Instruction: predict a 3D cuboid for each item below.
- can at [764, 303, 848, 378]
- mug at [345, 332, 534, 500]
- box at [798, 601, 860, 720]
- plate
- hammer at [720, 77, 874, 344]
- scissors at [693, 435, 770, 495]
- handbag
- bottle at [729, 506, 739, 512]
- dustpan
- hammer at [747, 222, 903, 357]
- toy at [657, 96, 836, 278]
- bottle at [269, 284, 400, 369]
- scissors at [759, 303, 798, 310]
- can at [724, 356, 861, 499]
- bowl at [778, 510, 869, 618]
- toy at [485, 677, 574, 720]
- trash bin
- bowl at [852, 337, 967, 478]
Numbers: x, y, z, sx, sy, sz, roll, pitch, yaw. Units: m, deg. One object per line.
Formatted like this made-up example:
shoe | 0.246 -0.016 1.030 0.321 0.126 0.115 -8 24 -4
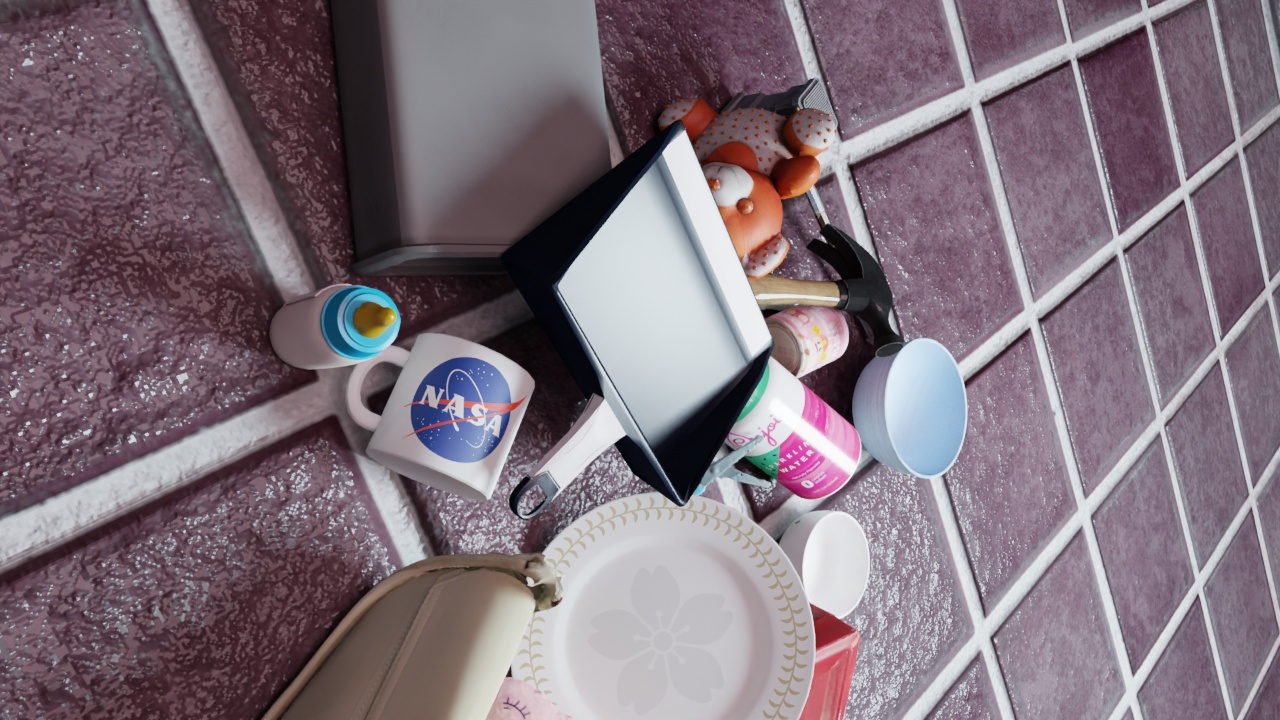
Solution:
can | 0.158 -0.021 0.907 0.076 0.067 0.067 -23 101 -37
mug | -0.147 0.034 0.647 0.121 0.091 0.090 25 71 -15
box | 0.125 0.309 0.824 0.129 0.087 0.158 -8 110 -40
plate | 0.018 0.227 0.734 0.242 0.016 0.242 0 84 -3
hammer | 0.193 -0.133 0.944 0.044 0.099 0.322 -52 126 -29
scissors | 0.045 0.108 0.807 0.136 0.015 0.126 17 96 3
handbag | -0.143 0.244 0.585 0.132 0.184 0.228 50 42 -28
bottle | 0.046 0.199 0.802 0.068 0.068 0.156 43 62 -29
dustpan | -0.004 0.004 0.671 0.272 0.080 0.236 -41 129 -15
hammer | 0.099 -0.072 0.845 0.305 0.040 0.132 2 59 -25
toy | 0.076 -0.156 0.798 0.093 0.164 0.172 75 30 -59
bottle | -0.187 -0.022 0.575 0.051 0.146 0.051 3 85 -39
scissors | 0.108 -0.061 0.903 0.173 0.017 0.076 0 85 -38
can | 0.130 0.060 0.866 0.166 0.088 0.088 37 65 -31
bowl | 0.177 0.201 0.918 0.104 0.054 0.105 1 88 -38
toy | -0.096 0.298 0.683 0.108 0.053 0.105 34 79 -1
trash bin | -0.118 -0.178 0.675 0.191 0.098 0.220 -6 90 -39
bowl | 0.282 0.052 0.998 0.150 0.075 0.150 3 85 -38
